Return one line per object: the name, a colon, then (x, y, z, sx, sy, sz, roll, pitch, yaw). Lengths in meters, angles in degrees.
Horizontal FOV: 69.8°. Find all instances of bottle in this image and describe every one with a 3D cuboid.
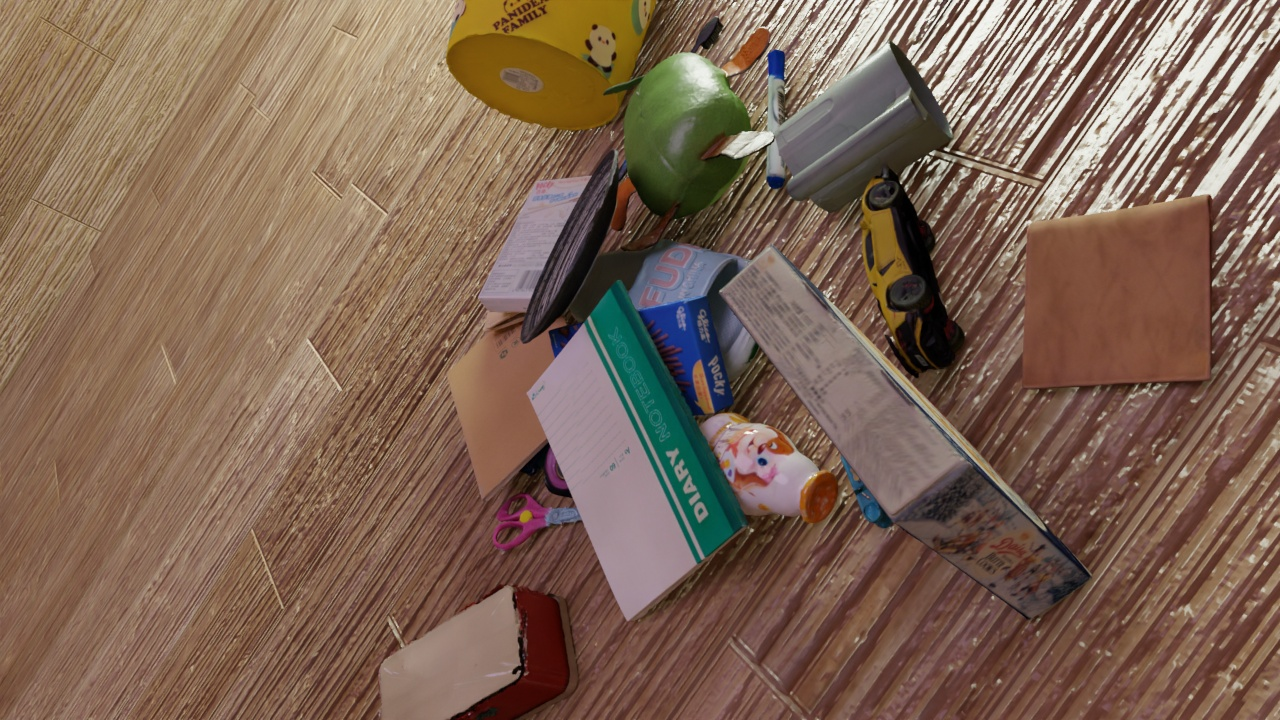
bottle: (0.083, 0.076, 0.628, 0.108, 0.063, 0.063, 20, 81, 47)

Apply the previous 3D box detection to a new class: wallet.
wallet: (0.278, -0.038, 0.540, 0.101, 0.020, 0.115, -4, 67, 42)
wallet: (-0.125, -0.084, 0.941, 0.087, 0.024, 0.115, -24, 45, 33)

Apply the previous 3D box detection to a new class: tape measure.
tape measure: (-0.097, 0.075, 0.830, 0.055, 0.025, 0.058, 10, 66, 51)
tape measure: (-0.050, 0.088, 0.768, 0.057, 0.039, 0.057, 1, 73, 41)

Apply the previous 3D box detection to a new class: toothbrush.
toothbrush: (0.028, -0.259, 0.918, 0.014, 0.016, 0.189, 37, 97, 39)

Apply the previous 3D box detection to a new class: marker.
marker: (0.118, -0.211, 0.796, 0.017, 0.017, 0.145, -17, 56, 37)

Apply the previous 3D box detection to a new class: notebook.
notebook: (-0.011, 0.067, 0.681, 0.151, 0.012, 0.209, -50, 57, 39)
notebook: (-0.118, 0.020, 0.871, 0.148, 0.008, 0.207, -44, 37, 9)

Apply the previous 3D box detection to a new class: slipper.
slipper: (0.013, -0.054, 0.764, 0.246, 0.074, 0.104, 16, 78, 49)

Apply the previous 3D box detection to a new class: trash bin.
trash bin: (-0.081, -0.399, 0.958, 0.230, 0.229, 0.255, 2, 74, 44)

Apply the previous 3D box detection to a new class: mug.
mug: (0.157, -0.162, 0.662, 0.104, 0.083, 0.123, -32, 11, 30)

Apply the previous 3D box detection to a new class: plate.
plate: (-0.053, -0.091, 0.768, 0.180, 0.024, 0.179, -58, 16, 26)

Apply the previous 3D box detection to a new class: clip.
clip: (0.146, 0.082, 0.594, 0.014, 0.043, 0.056, -37, 46, 26)

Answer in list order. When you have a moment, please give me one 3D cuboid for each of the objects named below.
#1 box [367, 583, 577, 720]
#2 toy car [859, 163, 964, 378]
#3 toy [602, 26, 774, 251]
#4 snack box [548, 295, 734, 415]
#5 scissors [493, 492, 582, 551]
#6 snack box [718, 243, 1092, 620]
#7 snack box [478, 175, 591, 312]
box: (-0.140, 0.248, 0.733, 0.169, 0.076, 0.091, -35, 47, 24)
toy car: (0.176, -0.061, 0.613, 0.041, 0.071, 0.155, -23, 50, 29)
toy: (0.037, -0.195, 0.801, 0.228, 0.090, 0.246, -44, 33, 27)
snack box: (-0.004, 0.004, 0.711, 0.157, 0.026, 0.084, -10, 97, 45)
scissors: (-0.074, 0.133, 0.784, 0.134, 0.017, 0.057, -14, 48, 34)
snack box: (0.142, 0.039, 0.502, 0.046, 0.182, 0.177, -44, 43, 12)
snack box: (-0.093, -0.115, 0.904, 0.085, 0.027, 0.156, 2, 56, 31)
